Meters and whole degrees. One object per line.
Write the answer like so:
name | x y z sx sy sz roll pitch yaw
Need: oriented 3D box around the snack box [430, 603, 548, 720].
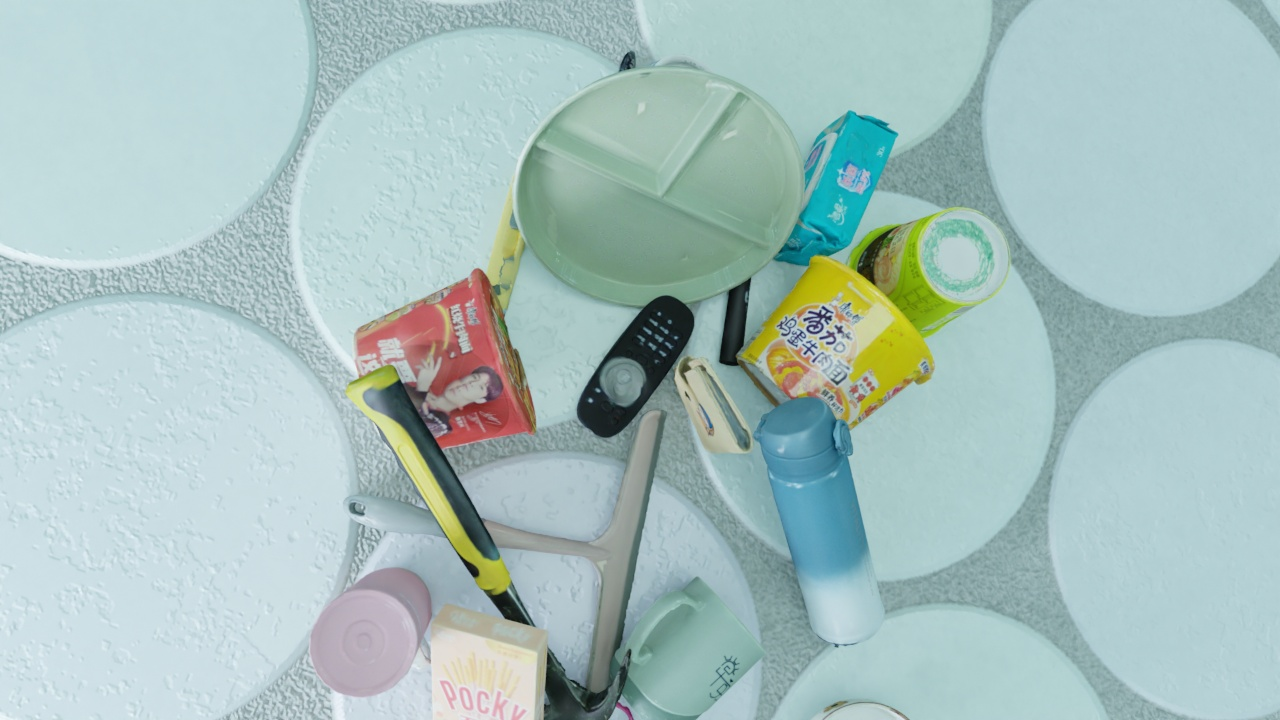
snack box | -0.115 0.261 0.693 0.084 0.026 0.157 11 117 13

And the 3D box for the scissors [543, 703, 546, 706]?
scissors | -0.003 0.343 0.760 0.189 0.022 0.229 -28 82 -15

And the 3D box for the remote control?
remote control | -0.005 0.005 0.790 0.053 0.024 0.136 38 83 -10

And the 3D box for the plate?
plate | 0.014 -0.132 0.729 0.230 0.231 0.027 5 46 -8

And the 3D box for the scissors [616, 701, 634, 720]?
scissors | -0.061 0.268 0.744 0.056 0.017 0.133 -42 91 -8

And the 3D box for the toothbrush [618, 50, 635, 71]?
toothbrush | -0.024 -0.185 0.813 0.014 0.018 0.189 11 84 -14

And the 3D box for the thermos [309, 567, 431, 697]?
thermos | -0.180 0.194 0.655 0.067 0.199 0.087 -28 87 -13

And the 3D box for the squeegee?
squeegee | -0.120 0.141 0.746 0.249 0.040 0.247 11 89 -4

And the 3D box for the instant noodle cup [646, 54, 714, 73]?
instant noodle cup | 0.015 -0.205 0.763 0.099 0.110 0.099 0 91 -21

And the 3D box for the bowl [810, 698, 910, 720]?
bowl | 0.177 0.336 0.763 0.113 0.062 0.113 1 82 -8

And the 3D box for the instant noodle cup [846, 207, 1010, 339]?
instant noodle cup | 0.250 -0.078 0.788 0.111 0.123 0.111 1 83 -8

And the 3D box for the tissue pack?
tissue pack | 0.163 -0.146 0.798 0.050 0.093 0.133 26 80 -9

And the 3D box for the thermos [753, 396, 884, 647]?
thermos | 0.145 0.129 0.726 0.070 0.070 0.221 -25 120 -11

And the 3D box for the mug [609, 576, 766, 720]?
mug | 0.029 0.232 0.731 0.106 0.082 0.112 -40 130 -8

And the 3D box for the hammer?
hammer | -0.113 0.147 0.674 0.126 0.031 0.323 -21 105 24

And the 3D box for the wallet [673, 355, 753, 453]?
wallet | 0.053 0.037 0.750 0.024 0.115 0.087 -26 88 -8

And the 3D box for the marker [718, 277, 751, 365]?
marker | 0.086 -0.061 0.814 0.022 0.020 0.132 6 82 9

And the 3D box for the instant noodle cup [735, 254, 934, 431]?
instant noodle cup | 0.156 -0.002 0.765 0.110 0.138 0.138 -45 92 -3

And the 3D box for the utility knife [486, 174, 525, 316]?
utility knife | -0.110 -0.106 0.795 0.031 0.018 0.166 14 86 -1

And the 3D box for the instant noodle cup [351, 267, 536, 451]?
instant noodle cup | -0.153 0.009 0.716 0.108 0.138 0.138 -18 87 -2
